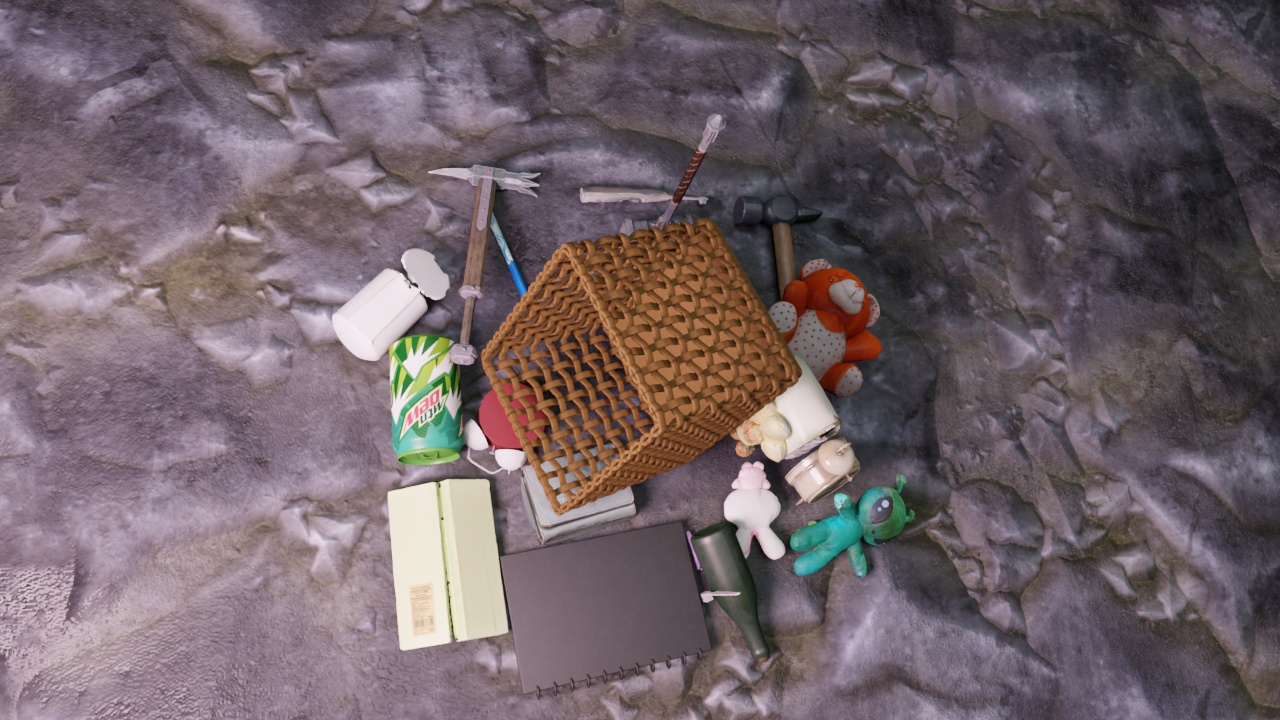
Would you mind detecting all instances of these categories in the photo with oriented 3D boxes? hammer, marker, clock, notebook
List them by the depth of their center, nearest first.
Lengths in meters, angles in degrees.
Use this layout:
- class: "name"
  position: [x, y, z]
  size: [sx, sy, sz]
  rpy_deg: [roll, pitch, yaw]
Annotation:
- class: "notebook"
  position: [-0.041, 0.298, 1.106]
  size: [0.231, 0.019, 0.169]
  rpy_deg: [-8, 72, -15]
- class: "hammer"
  position: [0.051, -0.211, 1.135]
  size: [0.098, 0.323, 0.044]
  rpy_deg: [-7, 73, -15]
- class: "clock"
  position: [-0.165, 0.081, 1.137]
  size: [0.087, 0.044, 0.124]
  rpy_deg: [32, 68, -1]
- class: "clock"
  position: [0.240, 0.137, 1.159]
  size: [0.092, 0.141, 0.054]
  rpy_deg: [-26, 69, -20]
- class: "hammer"
  position: [-0.213, -0.129, 1.169]
  size: [0.147, 0.028, 0.316]
  rpy_deg: [7, 55, -9]
- class: "marker"
  position: [-0.178, -0.141, 1.228]
  size: [0.013, 0.013, 0.141]
  rpy_deg: [-21, 77, -18]
- class: "hammer"
  position: [0.211, -0.080, 1.284]
  size: [0.129, 0.040, 0.321]
  rpy_deg: [1, 72, -17]

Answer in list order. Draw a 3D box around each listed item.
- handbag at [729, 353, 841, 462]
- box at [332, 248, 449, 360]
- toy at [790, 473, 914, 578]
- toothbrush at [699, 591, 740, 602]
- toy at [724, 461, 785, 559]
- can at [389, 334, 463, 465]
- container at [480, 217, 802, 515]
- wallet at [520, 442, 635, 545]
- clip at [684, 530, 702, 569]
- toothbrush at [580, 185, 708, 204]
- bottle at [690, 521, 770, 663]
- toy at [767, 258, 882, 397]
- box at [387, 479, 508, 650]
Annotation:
- class: "handbag"
  position: [0.172, 0.073, 1.151]
  size: [0.123, 0.172, 0.112]
  rpy_deg: [-29, 79, -9]
- class: "box"
  position: [-0.302, -0.075, 1.137]
  size: [0.081, 0.092, 0.159]
  rpy_deg: [43, 65, -5]
- class: "toy"
  position: [0.275, 0.212, 1.183]
  size: [0.193, 0.072, 0.131]
  rpy_deg: [-21, 116, -15]
- class: "toothbrush"
  position: [0.092, 0.272, 1.056]
  size: [0.010, 0.182, 0.010]
  rpy_deg: [-21, 80, -13]
- class: "toy"
  position: [0.143, 0.192, 1.172]
  size: [0.076, 0.037, 0.125]
  rpy_deg: [-3, 79, -8]
- class: "can"
  position: [-0.258, 0.048, 1.107]
  size: [0.083, 0.083, 0.144]
  rpy_deg: [-3, 72, -14]
- class: "container"
  position: [-0.006, 0.006, 1.054]
  size: [0.213, 0.252, 0.219]
  rpy_deg: [-17, 72, -38]
- class: "wallet"
  position: [-0.076, 0.163, 1.130]
  size: [0.131, 0.054, 0.100]
  rpy_deg: [-14, 76, -22]
- class: "clip"
  position: [0.068, 0.235, 1.156]
  size: [0.045, 0.014, 0.050]
  rpy_deg: [25, 66, -3]
- class: "toothbrush"
  position: [0.007, -0.232, 1.297]
  size: [0.185, 0.022, 0.024]
  rpy_deg: [0, 74, -14]
- class: "bottle"
  position: [0.118, 0.288, 1.125]
  size: [0.055, 0.055, 0.174]
  rpy_deg: [-22, 90, -19]
- class: "toy"
  position: [0.250, -0.052, 1.220]
  size: [0.164, 0.093, 0.172]
  rpy_deg: [37, 63, -7]
- class: "box"
  position: [-0.225, 0.233, 1.068]
  size: [0.133, 0.061, 0.188]
  rpy_deg: [-5, 73, -12]
